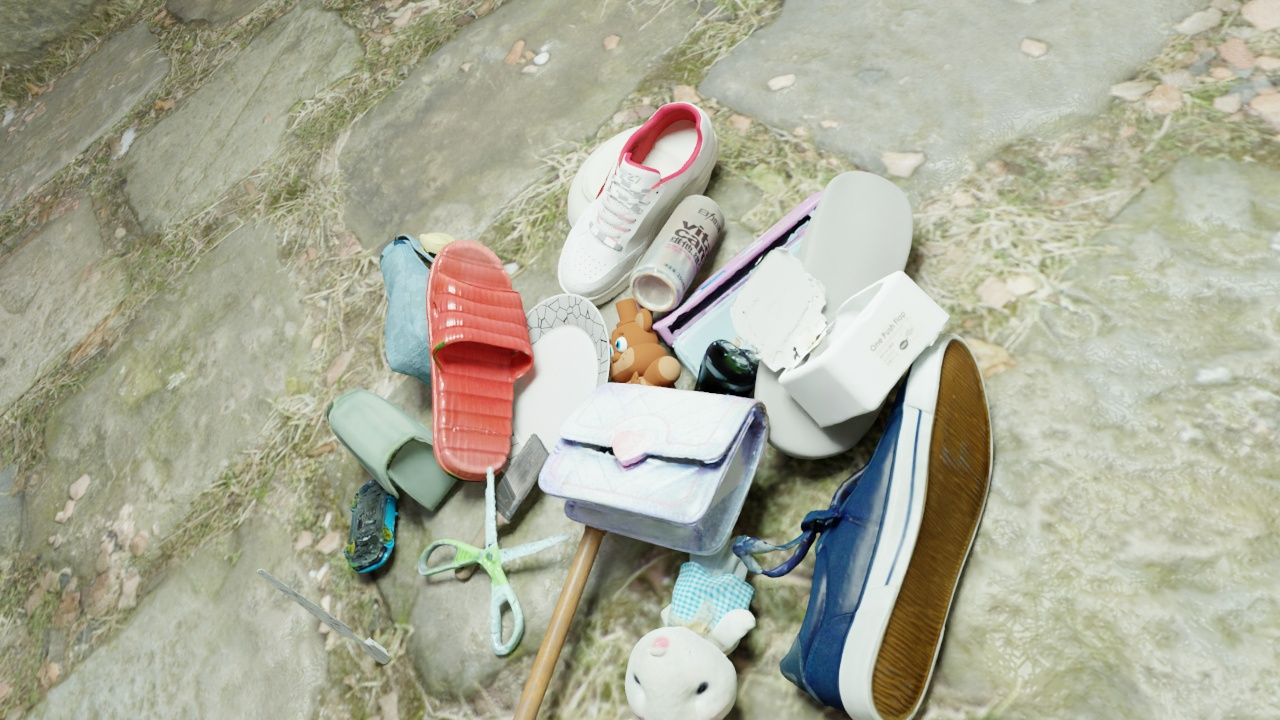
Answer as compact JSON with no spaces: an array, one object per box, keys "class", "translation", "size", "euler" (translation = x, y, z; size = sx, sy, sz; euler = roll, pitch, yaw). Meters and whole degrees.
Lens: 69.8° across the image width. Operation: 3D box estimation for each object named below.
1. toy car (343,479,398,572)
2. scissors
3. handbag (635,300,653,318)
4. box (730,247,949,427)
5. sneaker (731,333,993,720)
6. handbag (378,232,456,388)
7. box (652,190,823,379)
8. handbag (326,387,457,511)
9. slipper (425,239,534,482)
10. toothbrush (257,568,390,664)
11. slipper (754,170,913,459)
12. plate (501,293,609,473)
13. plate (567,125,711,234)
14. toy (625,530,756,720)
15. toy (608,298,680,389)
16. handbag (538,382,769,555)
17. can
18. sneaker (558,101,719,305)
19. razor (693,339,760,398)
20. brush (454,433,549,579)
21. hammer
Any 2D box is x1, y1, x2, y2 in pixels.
[{"class":"toy car","translation":[-0.267,0.166,0.923],"size":[0.048,0.032,0.105],"euler":[-25,43,12]},{"class":"scissors","translation":[-0.133,0.179,0.829],"size":[0.172,0.021,0.171],"euler":[-18,60,27]},{"class":"handbag","translation":[0.009,-0.071,0.935],"size":[0.029,0.055,0.119],"euler":[24,56,-4]},{"class":"box","translation":[0.139,-0.034,0.701],"size":[0.109,0.134,0.107],"euler":[-44,3,-18]},{"class":"sneaker","translation":[0.169,0.110,0.683],"size":[0.127,0.120,0.294],"euler":[1,61,49]},{"class":"handbag","translation":[-0.214,-0.063,0.994],"size":[0.119,0.121,0.191],"euler":[-40,41,24]},{"class":"box","translation":[0.123,-0.062,0.873],"size":[0.214,0.091,0.092],"euler":[-39,7,0]},{"class":"handbag","translation":[-0.246,0.088,0.919],"size":[0.122,0.106,0.067],"euler":[30,78,40]},{"class":"slipper","translation":[-0.156,-0.008,0.897],"size":[0.059,0.103,0.248],"euler":[-30,59,53]},{"class":"toothbrush","translation":[-0.268,0.219,0.785],"size":[0.010,0.181,0.010],"euler":[-38,44,-8]},{"class":"slipper","translation":[0.163,-0.036,0.800],"size":[0.113,0.081,0.265],"euler":[18,74,-7]},{"class":"plate","translation":[-0.090,0.027,0.902],"size":[0.189,0.016,0.188],"euler":[-22,58,40]},{"class":"plate","translation":[-0.009,-0.211,1.049],"size":[0.183,0.034,0.182],"euler":[-15,52,19]},{"class":"toy","translation":[0.043,0.210,0.670],"size":[0.131,0.106,0.205],"euler":[2,60,27]},{"class":"toy","translation":[-0.005,0.005,0.850],"size":[0.095,0.065,0.127],"euler":[-34,67,54]},{"class":"handbag","translation":[0.010,0.074,0.731],"size":[0.159,0.069,0.126],"euler":[7,57,36]},{"class":"can","translation":[0.037,-0.107,0.909],"size":[0.054,0.054,0.135],"euler":[1,40,30]},{"class":"sneaker","translation":[-0.011,-0.167,0.943],"size":[0.090,0.104,0.236],"euler":[40,90,14]},{"class":"razor","translation":[0.062,0.051,0.795],"size":[0.053,0.064,0.140],"euler":[21,83,1]},{"class":"brush","translation":[-0.131,0.139,0.859],"size":[0.039,0.012,0.151],"euler":[32,89,47]},{"class":"hammer","translation":[-0.082,0.256,0.719],"size":[0.163,0.083,0.316],"euler":[4,60,31]}]
